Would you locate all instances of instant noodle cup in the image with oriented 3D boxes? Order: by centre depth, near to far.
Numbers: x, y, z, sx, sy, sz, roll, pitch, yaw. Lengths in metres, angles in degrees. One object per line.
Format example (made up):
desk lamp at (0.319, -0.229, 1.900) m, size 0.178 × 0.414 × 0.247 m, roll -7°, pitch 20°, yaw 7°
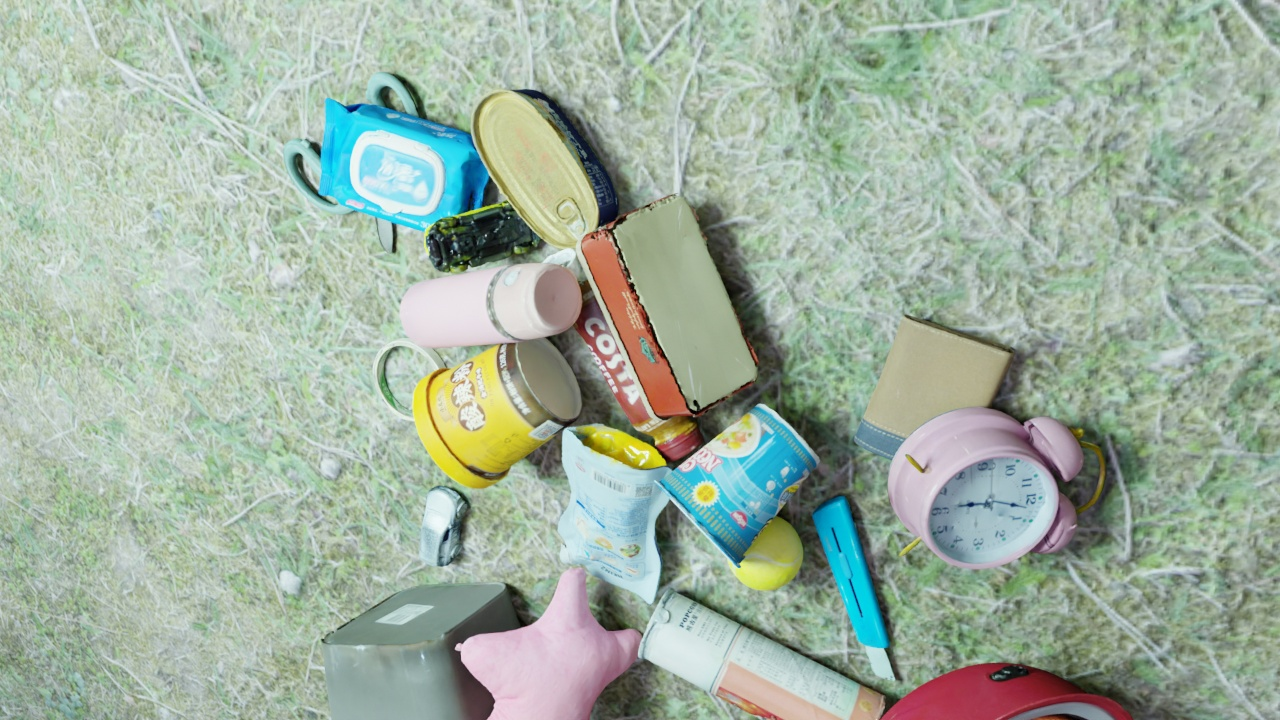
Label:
instant noodle cup at (0.084, 0.097, 0.754) m, size 0.110 × 0.099 × 0.099 m, roll -44°, pitch 86°, yaw -6°
instant noodle cup at (-0.125, 0.040, 0.833) m, size 0.115 × 0.118 × 0.118 m, roll -30°, pitch 93°, yaw 21°

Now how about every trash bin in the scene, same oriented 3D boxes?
trash bin at (-0.206, 0.359, 0.937) m, size 0.199 × 0.198 × 0.220 m, roll -10°, pitch 96°, yaw 26°

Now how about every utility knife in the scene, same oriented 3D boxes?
utility knife at (0.189, 0.202, 0.798) m, size 0.034 × 0.018 × 0.179 m, roll -15°, pitch 102°, yaw 27°

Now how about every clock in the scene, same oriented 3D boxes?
clock at (0.269, 0.096, 0.686) m, size 0.158 × 0.059 × 0.117 m, roll -8°, pitch 115°, yaw -4°

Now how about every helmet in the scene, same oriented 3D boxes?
helmet at (0.264, 0.331, 0.729) m, size 0.206 × 0.144 × 0.240 m, roll 21°, pitch 99°, yaw -23°

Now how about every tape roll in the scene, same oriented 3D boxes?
tape roll at (-0.232, 0.020, 0.928) m, size 0.086 × 0.013 × 0.086 m, roll 8°, pitch 110°, yaw 22°

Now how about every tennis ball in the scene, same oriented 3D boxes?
tennis ball at (0.108, 0.166, 0.795) m, size 0.065 × 0.065 × 0.065 m, roll 8°, pitch 110°, yaw 22°

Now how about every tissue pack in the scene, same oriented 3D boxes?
tissue pack at (-0.213, -0.169, 0.818) m, size 0.157 × 0.052 × 0.095 m, roll 18°, pitch 113°, yaw 0°

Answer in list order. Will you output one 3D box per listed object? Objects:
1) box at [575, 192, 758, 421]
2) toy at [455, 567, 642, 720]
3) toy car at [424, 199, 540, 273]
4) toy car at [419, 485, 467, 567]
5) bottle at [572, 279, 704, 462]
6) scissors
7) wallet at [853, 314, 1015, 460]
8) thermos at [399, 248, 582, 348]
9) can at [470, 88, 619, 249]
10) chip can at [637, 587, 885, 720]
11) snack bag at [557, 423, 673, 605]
box at (0.029, -0.043, 0.737) m, size 0.077 × 0.091 × 0.168 m, roll -11°, pitch 105°, yaw 58°
toy at (-0.089, 0.290, 0.870) m, size 0.178 × 0.075 × 0.194 m, roll 28°, pitch 78°, yaw -22°
toy car at (-0.138, -0.111, 0.806) m, size 0.032 × 0.105 × 0.048 m, roll 39°, pitch 144°, yaw 58°
toy car at (-0.210, 0.174, 0.959) m, size 0.043 × 0.034 × 0.091 m, roll 22°, pitch 113°, yaw 20°
bottle at (-0.005, 0.005, 0.796) m, size 0.058 × 0.057 × 0.175 m, roll -29°, pitch 93°, yaw 29°
scissors at (-0.273, -0.189, 0.873) m, size 0.179 × 0.019 × 0.170 m, roll 11°, pitch 115°, yaw 18°
wallet at (0.227, 0.030, 0.716) m, size 0.090 × 0.033 × 0.115 m, roll 20°, pitch 113°, yaw 14°
thermos at (-0.127, -0.054, 0.797) m, size 0.199 × 0.087 × 0.067 m, roll -5°, pitch 137°, yaw 48°
can at (-0.080, -0.163, 0.778) m, size 0.075 × 0.049 × 0.148 m, roll -37°, pitch 90°, yaw 29°
chip can at (0.108, 0.286, 0.832) m, size 0.215 × 0.071 × 0.071 m, roll 23°, pitch 115°, yaw 15°
snack bag at (-0.027, 0.145, 0.847) m, size 0.110 × 0.038 × 0.191 m, roll 15°, pitch 131°, yaw 11°
